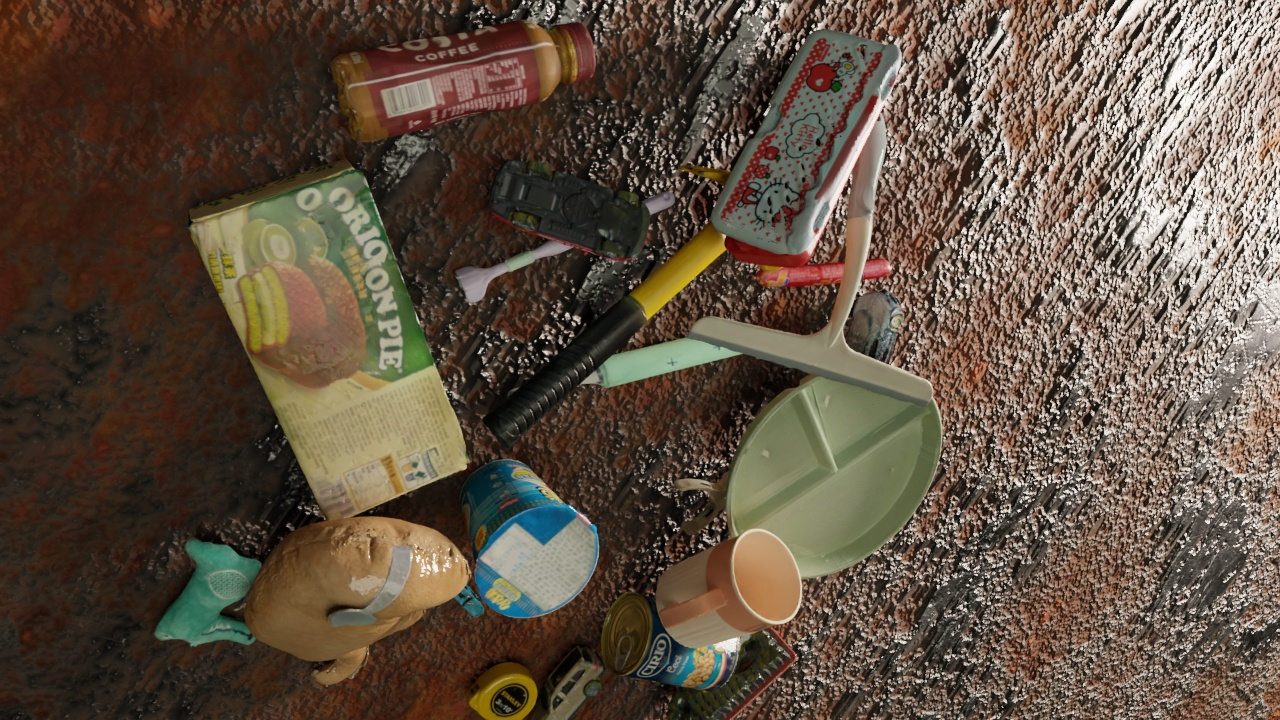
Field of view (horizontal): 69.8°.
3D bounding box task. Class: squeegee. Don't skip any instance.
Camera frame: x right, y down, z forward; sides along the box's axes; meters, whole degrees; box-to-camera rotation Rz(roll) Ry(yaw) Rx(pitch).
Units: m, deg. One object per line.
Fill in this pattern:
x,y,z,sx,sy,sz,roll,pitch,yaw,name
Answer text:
0.180,-0.106,0.773,0.246,0.039,0.246,16,83,-22,squeegee

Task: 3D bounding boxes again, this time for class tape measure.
-0.124,0.302,0.835,0.057,0.029,0.060,-41,121,-5,tape measure

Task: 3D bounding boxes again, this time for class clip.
0.083,0.128,0.864,0.098,0.034,0.064,-20,117,-14,clip
-0.153,0.199,0.786,0.014,0.041,0.056,-37,123,-6,clip

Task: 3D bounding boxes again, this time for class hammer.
-0.005,-0.042,0.736,0.300,0.033,0.129,-43,127,-12,hammer

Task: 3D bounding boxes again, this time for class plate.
0.179,0.103,0.855,0.230,0.027,0.230,-10,118,-19,plate

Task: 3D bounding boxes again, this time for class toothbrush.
-0.054,-0.094,0.722,0.189,0.021,0.029,-25,86,-16,toothbrush
-0.005,0.005,0.778,0.224,0.026,0.027,-14,117,-20,toothbrush

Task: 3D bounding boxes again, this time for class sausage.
0.167,-0.079,0.833,0.155,0.020,0.020,-7,112,-23,sausage

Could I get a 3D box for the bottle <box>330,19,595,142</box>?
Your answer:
-0.117,-0.196,0.629,0.174,0.057,0.057,-18,116,-18,bottle

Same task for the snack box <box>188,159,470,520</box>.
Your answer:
-0.215,-0.010,0.652,0.114,0.063,0.240,-23,117,-16,snack box

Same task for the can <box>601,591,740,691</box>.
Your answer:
0.029,0.267,0.867,0.111,0.075,0.075,22,98,-31,can

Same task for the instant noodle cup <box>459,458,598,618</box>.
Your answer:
-0.098,0.134,0.735,0.099,0.110,0.099,-9,114,-22,instant noodle cup

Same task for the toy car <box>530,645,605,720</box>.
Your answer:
-0.071,0.310,0.856,0.035,0.042,0.090,39,89,-22,toy car

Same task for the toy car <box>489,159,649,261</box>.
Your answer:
-0.052,-0.111,0.685,0.120,0.045,0.053,18,84,-9,toy car

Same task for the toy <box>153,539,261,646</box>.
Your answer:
-0.323,0.183,0.696,0.092,0.030,0.096,-49,129,4,toy

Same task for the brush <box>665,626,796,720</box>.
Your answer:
0.087,0.328,0.931,0.145,0.063,0.069,-43,150,-4,brush

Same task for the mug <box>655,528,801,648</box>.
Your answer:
0.065,0.206,0.801,0.114,0.106,0.081,-12,73,-46,mug

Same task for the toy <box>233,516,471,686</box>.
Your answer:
-0.227,0.185,0.689,0.143,0.082,0.227,20,137,-26,toy

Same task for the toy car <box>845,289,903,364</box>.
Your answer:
0.214,-0.015,0.861,0.031,0.049,0.106,-1,109,-31,toy car

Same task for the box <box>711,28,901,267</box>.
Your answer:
0.130,-0.170,0.707,0.068,0.091,0.201,43,69,-44,box
